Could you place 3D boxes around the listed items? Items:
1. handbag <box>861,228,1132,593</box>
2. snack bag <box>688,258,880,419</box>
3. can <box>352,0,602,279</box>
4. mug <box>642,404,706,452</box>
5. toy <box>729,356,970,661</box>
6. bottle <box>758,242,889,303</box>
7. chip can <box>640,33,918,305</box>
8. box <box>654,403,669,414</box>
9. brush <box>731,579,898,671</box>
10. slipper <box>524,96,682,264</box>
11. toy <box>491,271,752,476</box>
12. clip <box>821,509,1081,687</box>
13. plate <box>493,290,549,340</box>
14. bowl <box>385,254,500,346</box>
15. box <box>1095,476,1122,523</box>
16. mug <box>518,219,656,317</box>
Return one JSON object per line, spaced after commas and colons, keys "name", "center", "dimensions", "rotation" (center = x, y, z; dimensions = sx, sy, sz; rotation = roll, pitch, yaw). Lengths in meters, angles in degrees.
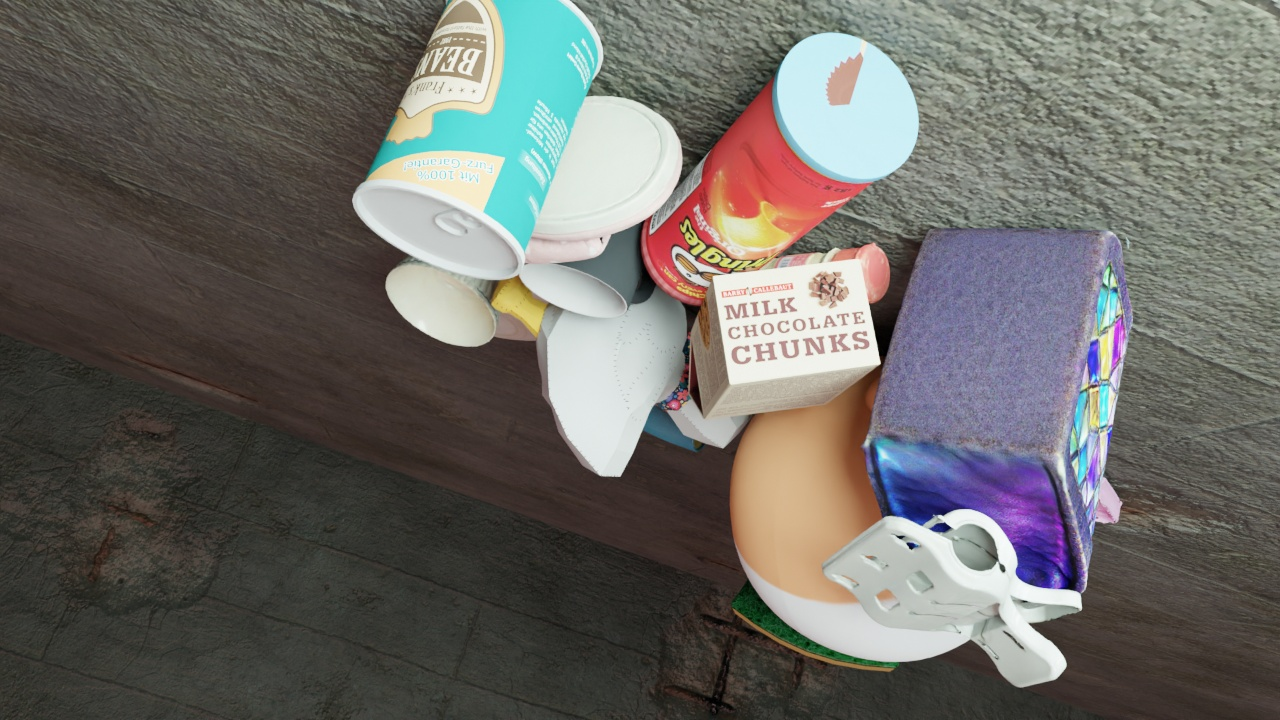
{"name": "handbag", "center": [0.251, 0.036, 0.623], "dimensions": [0.126, 0.204, 0.222], "rotation": [7, 152, 33]}
{"name": "snack bag", "center": [0.091, -0.002, 0.668], "dimensions": [0.094, 0.069, 0.206], "rotation": [-7, 167, -4]}
{"name": "can", "center": [-0.091, -0.134, 0.535], "dimensions": [0.099, 0.143, 0.099], "rotation": [17, 162, 5]}
{"name": "mug", "center": [0.031, 0.038, 1.043], "dimensions": [0.104, 0.084, 0.112], "rotation": [17, 134, 21]}
{"name": "toy", "center": [0.210, 0.118, 0.824], "dimensions": [0.263, 0.265, 0.281], "rotation": [14, 135, 51]}
{"name": "bottle", "center": [0.132, -0.062, 0.692], "dimensions": [0.109, 0.044, 0.044], "rotation": [0, 154, 48]}
{"name": "chip can", "center": [0.072, -0.104, 0.561], "dimensions": [0.087, 0.087, 0.214], "rotation": [22, 161, -12]}
{"name": "box", "center": [0.008, 0.016, 0.920], "dimensions": [0.186, 0.053, 0.058], "rotation": [31, 158, -17]}
{"name": "brush", "center": [0.238, 0.229, 1.101], "dimensions": [0.195, 0.249, 0.075], "rotation": [17, 162, 16]}
{"name": "slipper", "center": [-0.077, -0.119, 0.629], "dimensions": [0.275, 0.114, 0.054], "rotation": [11, 158, 41]}
{"name": "toy", "center": [-0.005, 0.004, 0.808], "dimensions": [0.141, 0.245, 0.267], "rotation": [-29, 115, 37]}
{"name": "clip", "center": [0.202, 0.142, 0.585], "dimensions": [0.147, 0.081, 0.125], "rotation": [24, 154, 2]}
{"name": "plate", "center": [-0.172, -0.059, 1.017], "dimensions": [0.189, 0.027, 0.189], "rotation": [17, 162, 5]}
{"name": "bowl", "center": [-0.183, -0.074, 0.899], "dimensions": [0.115, 0.062, 0.115], "rotation": [15, 145, 11]}
{"name": "box", "center": [0.395, 0.116, 0.966], "dimensions": [0.159, 0.035, 0.230], "rotation": [2, 156, 41]}
{"name": "mug", "center": [-0.025, -0.085, 0.694], "dimensions": [0.085, 0.094, 0.121], "rotation": [3, 157, 40]}
